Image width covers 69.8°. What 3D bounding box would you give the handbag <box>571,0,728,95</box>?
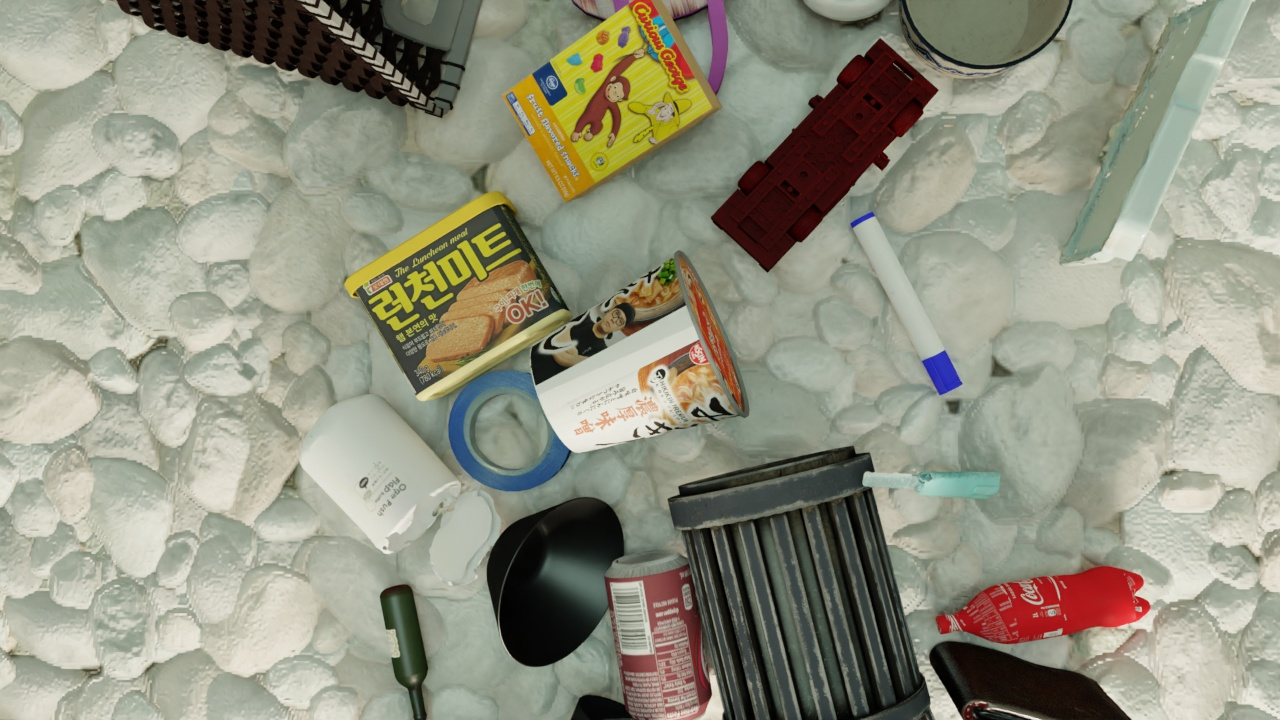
[{"bbox_3d":[0.020,-0.270,0.677,0.144,0.068,0.170,-12,94,5],"label":"handbag"}]

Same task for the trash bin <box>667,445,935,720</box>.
[{"bbox_3d":[0.109,0.181,0.606,0.164,0.164,0.227,-14,84,4],"label":"trash bin"}]

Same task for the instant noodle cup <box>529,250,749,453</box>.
[{"bbox_3d":[-0.004,0.004,0.644,0.122,0.123,0.123,-23,87,12],"label":"instant noodle cup"}]

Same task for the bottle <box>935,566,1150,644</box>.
[{"bbox_3d":[0.281,0.175,0.647,0.141,0.042,0.042,-11,87,4],"label":"bottle"}]

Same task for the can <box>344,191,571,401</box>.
[{"bbox_3d":[-0.129,-0.044,0.672,0.131,0.072,0.101,-31,89,3],"label":"can"}]

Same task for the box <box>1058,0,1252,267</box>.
[{"bbox_3d":[0.346,-0.158,0.605,0.043,0.136,0.197,25,90,10],"label":"box"}]

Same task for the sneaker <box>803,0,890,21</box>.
[{"bbox_3d":[0.148,-0.395,0.636,0.121,0.127,0.294,-2,90,5],"label":"sneaker"}]

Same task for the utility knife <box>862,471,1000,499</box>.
[{"bbox_3d":[0.198,0.083,0.614,0.015,0.168,0.022,34,108,44],"label":"utility knife"}]

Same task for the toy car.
[{"bbox_3d":[0.129,-0.142,0.659,0.070,0.062,0.170,44,92,4],"label":"toy car"}]

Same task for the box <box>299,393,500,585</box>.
[{"bbox_3d":[-0.168,0.099,0.669,0.081,0.092,0.161,-45,78,-1],"label":"box"}]

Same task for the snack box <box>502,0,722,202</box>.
[{"bbox_3d":[-0.020,-0.186,0.657,0.126,0.040,0.088,-29,96,21],"label":"snack box"}]

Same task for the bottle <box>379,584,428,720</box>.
[{"bbox_3d":[-0.174,0.223,0.690,0.025,0.025,0.106,-12,87,4],"label":"bottle"}]

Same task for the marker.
[{"bbox_3d":[0.194,-0.042,0.672,0.020,0.020,0.141,-27,86,3],"label":"marker"}]

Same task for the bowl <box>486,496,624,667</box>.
[{"bbox_3d":[-0.072,0.149,0.658,0.053,0.124,0.124,16,89,38],"label":"bowl"}]

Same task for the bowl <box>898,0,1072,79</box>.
[{"bbox_3d":[0.239,-0.255,0.655,0.115,0.059,0.115,0,88,4],"label":"bowl"}]

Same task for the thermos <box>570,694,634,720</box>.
[{"bbox_3d":[-0.052,0.366,0.647,0.082,0.082,0.240,23,90,5],"label":"thermos"}]

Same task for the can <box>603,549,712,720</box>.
[{"bbox_3d":[0.013,0.197,0.657,0.063,0.063,0.114,-10,87,4],"label":"can"}]

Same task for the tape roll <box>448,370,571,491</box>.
[{"bbox_3d":[-0.097,0.053,0.693,0.093,0.016,0.091,-11,88,4],"label":"tape roll"}]

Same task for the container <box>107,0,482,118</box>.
[{"bbox_3d":[-0.248,-0.336,0.607,0.244,0.245,0.247,15,89,8],"label":"container"}]

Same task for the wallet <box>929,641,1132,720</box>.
[{"bbox_3d":[0.265,0.227,0.619,0.120,0.099,0.031,12,96,5],"label":"wallet"}]
